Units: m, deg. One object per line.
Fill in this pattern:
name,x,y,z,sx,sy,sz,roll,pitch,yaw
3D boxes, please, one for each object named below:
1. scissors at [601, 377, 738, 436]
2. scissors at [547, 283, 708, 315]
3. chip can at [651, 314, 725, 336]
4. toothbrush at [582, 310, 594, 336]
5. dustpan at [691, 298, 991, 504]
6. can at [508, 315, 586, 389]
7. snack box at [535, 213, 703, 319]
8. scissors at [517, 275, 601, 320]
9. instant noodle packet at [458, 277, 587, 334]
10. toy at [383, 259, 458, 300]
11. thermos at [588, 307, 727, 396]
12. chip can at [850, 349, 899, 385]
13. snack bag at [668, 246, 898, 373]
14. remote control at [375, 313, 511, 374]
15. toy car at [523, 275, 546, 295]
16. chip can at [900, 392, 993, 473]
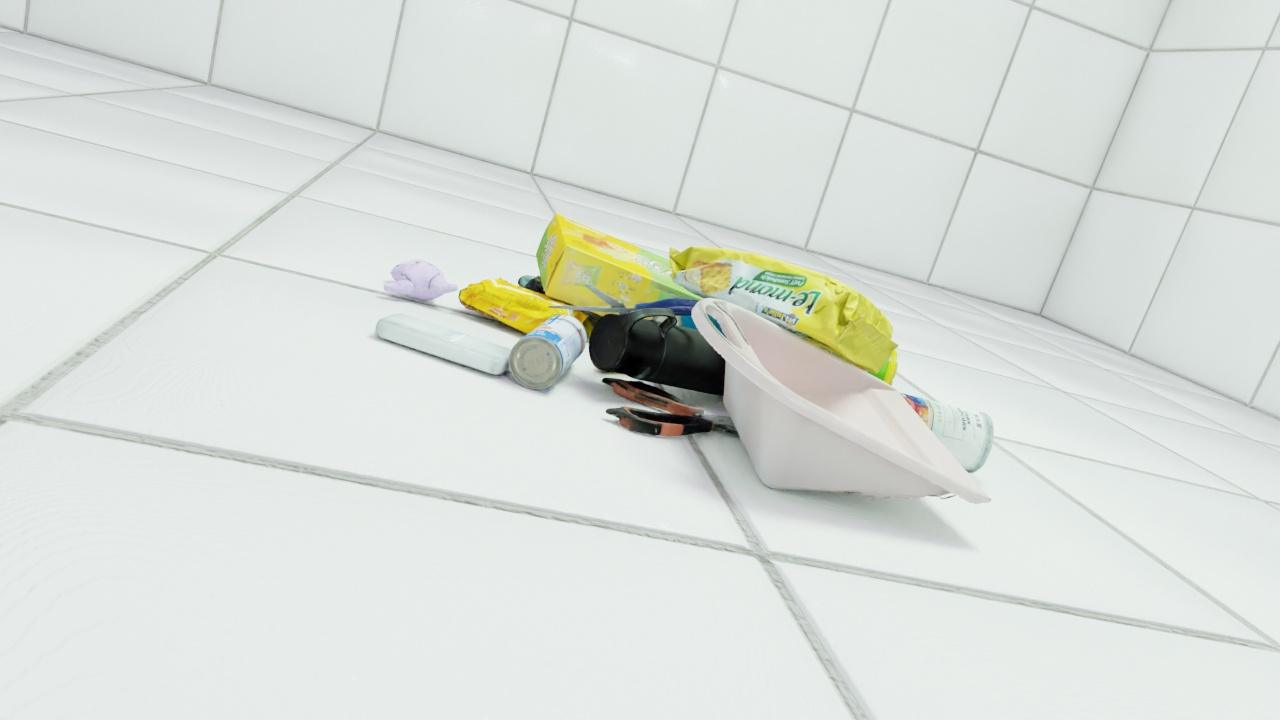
scissors,0.056,0.057,0.927,0.226,0.015,0.188,21,15,18
scissors,-0.008,-0.052,0.964,0.163,0.012,0.173,-3,-17,23
chip can,0.114,-0.014,1.130,0.210,0.071,0.071,11,15,-30
toothbrush,-0.076,-0.066,1.196,0.015,0.017,0.190,9,23,-22
dustpan,0.179,0.022,0.859,0.273,0.139,0.222,-1,26,-11
can,-0.092,-0.012,0.942,0.053,0.053,0.134,18,14,4
snack box,-0.023,-0.104,1.183,0.210,0.070,0.157,20,18,-18
scissors,-0.083,-0.084,1.296,0.180,0.019,0.170,4,19,-45
instant noodle packet,-0.138,-0.061,1.099,0.128,0.044,0.110,20,16,12
toy,-0.267,-0.097,1.095,0.083,0.039,0.108,0,20,-19
thermos,0.063,-0.006,0.990,0.242,0.090,0.068,11,50,-42
chip can,0.247,-0.013,1.298,0.221,0.073,0.072,18,14,4
snack bag,0.162,-0.065,1.027,0.247,0.068,0.158,24,1,34
remote control,-0.193,-0.017,0.912,0.136,0.020,0.055,18,13,6
toy car,-0.117,-0.076,1.185,0.090,0.043,0.034,29,-8,32
chip can,0.281,0.068,1.034,0.214,0.071,0.071,14,15,-7
